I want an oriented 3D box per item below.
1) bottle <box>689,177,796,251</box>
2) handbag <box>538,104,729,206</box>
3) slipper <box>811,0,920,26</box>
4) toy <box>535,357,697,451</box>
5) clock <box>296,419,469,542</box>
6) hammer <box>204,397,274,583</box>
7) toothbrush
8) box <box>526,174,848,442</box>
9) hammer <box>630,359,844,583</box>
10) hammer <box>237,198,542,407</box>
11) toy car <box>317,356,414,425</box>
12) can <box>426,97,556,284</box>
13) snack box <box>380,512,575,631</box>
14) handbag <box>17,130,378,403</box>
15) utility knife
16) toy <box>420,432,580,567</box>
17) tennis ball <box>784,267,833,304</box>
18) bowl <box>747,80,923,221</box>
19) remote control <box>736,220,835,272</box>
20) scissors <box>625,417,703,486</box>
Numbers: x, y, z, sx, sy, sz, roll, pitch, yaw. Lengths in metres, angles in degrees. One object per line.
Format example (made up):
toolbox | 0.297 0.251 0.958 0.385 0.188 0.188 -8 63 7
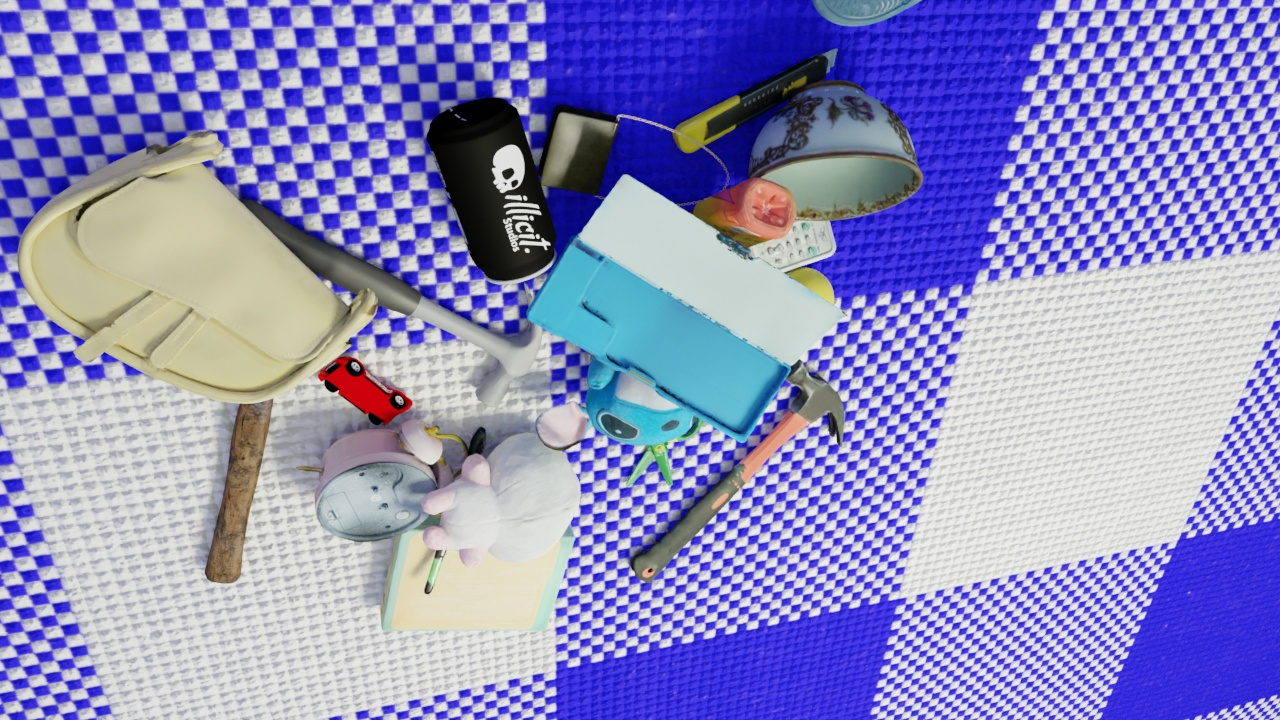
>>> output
bottle | 0.084 -0.128 0.855 0.071 0.134 0.048 14 79 -25
handbag | -0.001 -0.183 0.849 0.178 0.027 0.084 7 124 -20
slipper | 0.229 -0.366 0.806 0.213 0.059 0.104 -27 118 -19
toy | -0.005 0.005 0.926 0.224 0.099 0.192 -12 117 -13
clock | -0.248 0.116 0.919 0.158 0.058 0.117 -19 137 -8
hammer | -0.385 0.083 0.879 0.120 0.033 0.331 15 116 -16
toothbrush | -0.195 0.160 0.965 0.014 0.017 0.188 18 93 -24
box | 0.041 -0.048 0.847 0.243 0.059 0.176 30 115 -13
hammer | 0.107 0.147 1.091 0.333 0.033 0.133 -46 124 12
hammer | -0.227 -0.064 0.847 0.310 0.029 0.125 28 108 -30
toy car | -0.265 0.029 0.890 0.038 0.025 0.089 -32 122 23
can | -0.126 -0.146 0.800 0.080 0.080 0.146 -20 124 -7
snack box | -0.184 0.241 1.035 0.193 0.044 0.142 7 116 -22
handbag | -0.355 -0.061 0.740 0.191 0.088 0.233 -41 111 6
utility knife | 0.110 -0.245 0.861 0.174 0.020 0.029 -29 127 -2
toy | -0.142 0.149 0.942 0.179 0.101 0.139 -7 105 -39
tennis ball | 0.169 -0.065 0.961 0.065 0.065 0.065 -9 122 -14
bowl | 0.176 -0.200 0.851 0.159 0.160 0.093 4 78 -21
remote control | 0.134 -0.113 0.942 0.133 0.022 0.050 -19 103 -7
scissors | 0.015 0.094 1.035 0.123 0.011 0.127 30 105 -30
